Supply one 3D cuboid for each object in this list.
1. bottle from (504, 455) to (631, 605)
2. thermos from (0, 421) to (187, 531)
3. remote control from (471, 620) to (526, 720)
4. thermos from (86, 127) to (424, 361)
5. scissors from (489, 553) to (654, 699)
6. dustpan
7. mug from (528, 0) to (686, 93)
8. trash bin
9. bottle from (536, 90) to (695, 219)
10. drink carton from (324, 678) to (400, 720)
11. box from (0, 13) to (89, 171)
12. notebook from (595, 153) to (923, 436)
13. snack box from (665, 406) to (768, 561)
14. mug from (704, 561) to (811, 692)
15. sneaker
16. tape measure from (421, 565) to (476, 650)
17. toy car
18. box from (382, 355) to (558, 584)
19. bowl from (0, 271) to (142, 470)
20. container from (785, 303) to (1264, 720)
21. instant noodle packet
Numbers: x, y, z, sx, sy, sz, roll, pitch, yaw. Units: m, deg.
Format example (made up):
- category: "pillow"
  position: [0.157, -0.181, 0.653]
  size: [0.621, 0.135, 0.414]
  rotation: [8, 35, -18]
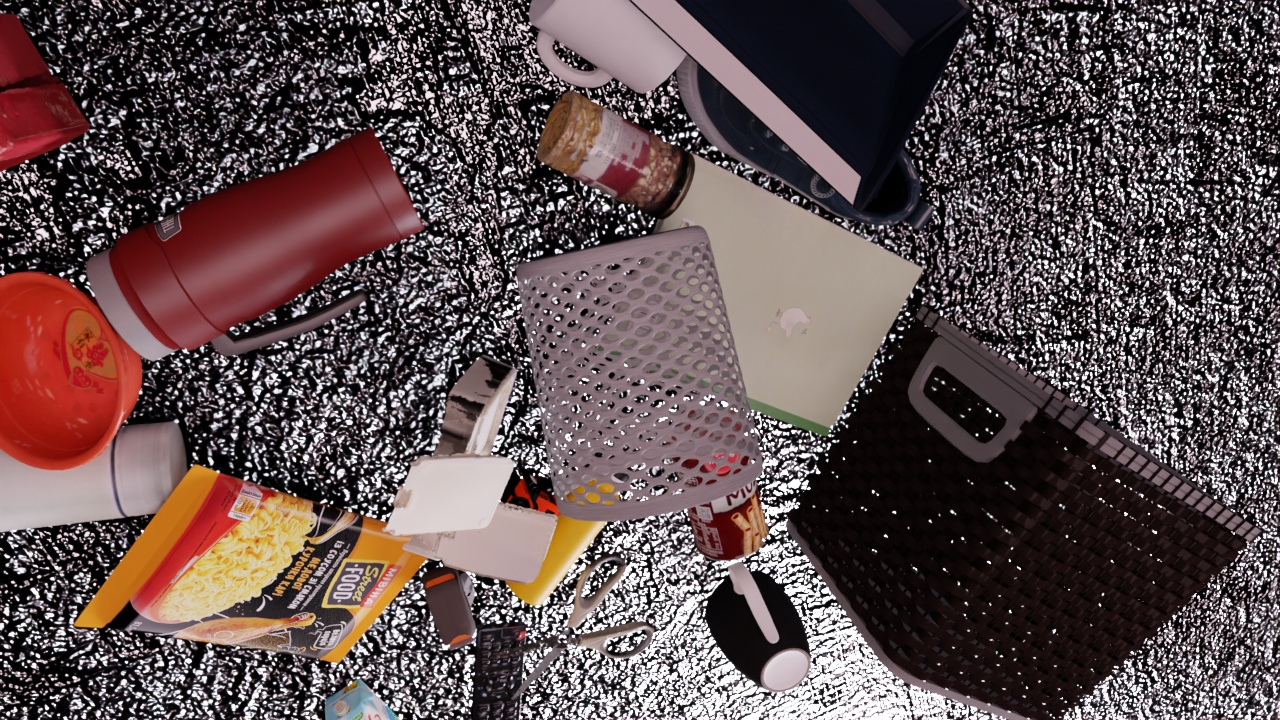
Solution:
- category: "bottle"
  position: [-0.060, 0.146, 0.801]
  size: [0.043, 0.043, 0.144]
  rotation: [33, 99, -28]
- category: "thermos"
  position: [-0.441, 0.086, 0.631]
  size: [0.229, 0.068, 0.068]
  rotation: [-5, 114, -18]
- category: "remote control"
  position: [-0.135, 0.308, 0.861]
  size: [0.047, 0.022, 0.150]
  rotation: [0, 111, -19]
- category: "thermos"
  position: [-0.248, -0.069, 0.619]
  size: [0.198, 0.084, 0.108]
  rotation: [-28, 118, -8]
- category: "scissors"
  position: [-0.055, 0.251, 0.857]
  size: [0.171, 0.012, 0.157]
  rotation: [14, 100, -31]
- category: "dustpan"
  position: [0.130, -0.282, 0.625]
  size: [0.236, 0.080, 0.272]
  rotation: [36, 56, -24]
- category: "mug"
  position: [-0.022, -0.236, 0.627]
  size: [0.090, 0.090, 0.122]
  rotation: [26, 135, -27]
- category: "trash bin"
  position: [-0.004, 0.004, 0.675]
  size: [0.156, 0.156, 0.183]
  rotation: [-13, 97, -13]
- category: "bottle"
  position: [-0.018, -0.150, 0.678]
  size: [0.105, 0.056, 0.056]
  rotation: [22, 104, -26]
- category: "drink carton"
  position: [-0.235, 0.343, 0.831]
  size: [0.044, 0.038, 0.129]
  rotation: [-32, 119, -4]
- category: "box"
  position: [-0.397, -0.133, 0.499]
  size: [0.128, 0.157, 0.087]
  rotation: [-22, 112, -10]
- category: "notebook"
  position: [0.108, -0.045, 0.794]
  size: [0.252, 0.010, 0.182]
  rotation: [20, 105, -25]
- category: "snack box"
  position: [0.069, 0.110, 0.814]
  size: [0.072, 0.072, 0.121]
  rotation: [-21, 118, -9]
- category: "mug"
  position: [0.113, 0.250, 0.874]
  size: [0.085, 0.100, 0.119]
  rotation: [-23, 118, -9]
- category: "sneaker"
  position: [0.129, -0.171, 0.701]
  size: [0.235, 0.087, 0.089]
  rotation: [27, 102, -27]
- category: "tape measure"
  position: [-0.160, 0.203, 0.783]
  size: [0.038, 0.059, 0.058]
  rotation: [-19, 108, -12]
- category: "toy car"
  position: [-0.108, 0.141, 0.778]
  size: [0.048, 0.051, 0.100]
  rotation: [28, 101, -26]
- category: "box"
  position: [-0.109, 0.101, 0.667]
  size: [0.105, 0.187, 0.144]
  rotation: [20, 112, 0]
- category: "bowl"
  position: [-0.381, 0.005, 0.609]
  size: [0.131, 0.045, 0.130]
  rotation: [2, 100, 14]
- category: "container"
  position: [0.315, 0.142, 0.818]
  size: [0.245, 0.247, 0.244]
  rotation: [26, 106, -27]
- category: "instant noodle packet"
  position: [-0.284, 0.168, 0.714]
  size: [0.160, 0.032, 0.220]
  rotation: [-49, 135, 12]
